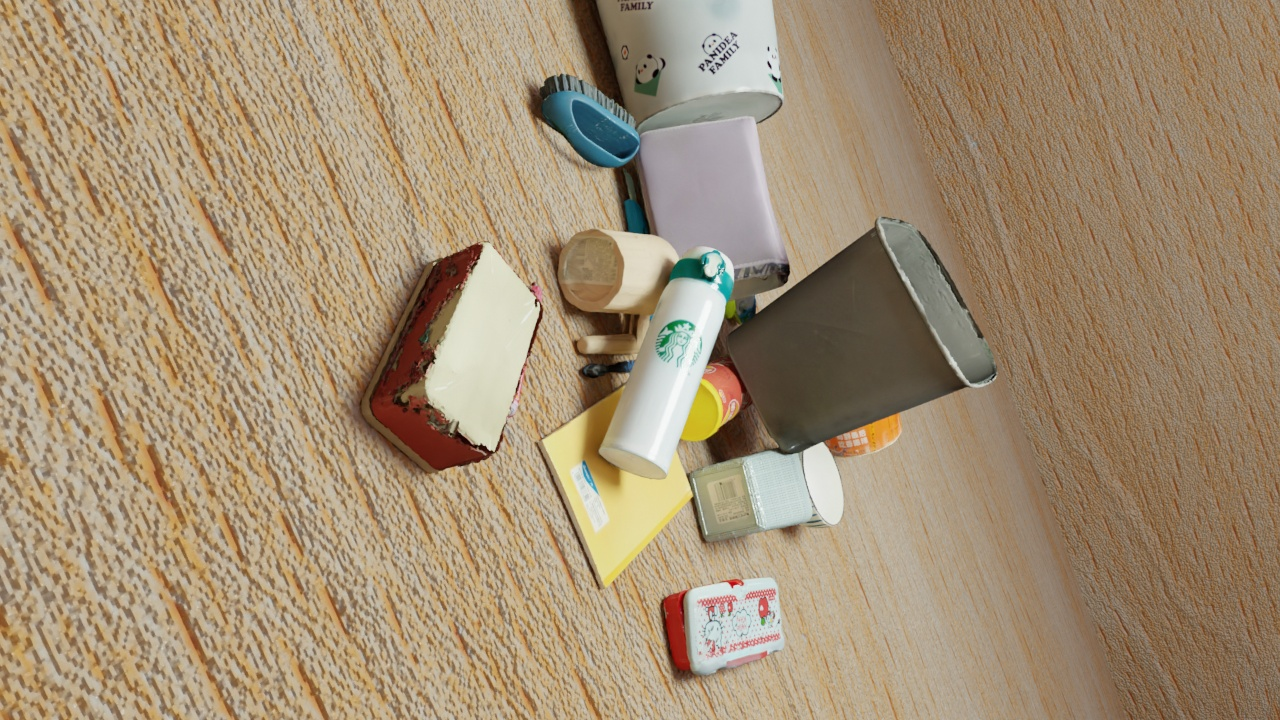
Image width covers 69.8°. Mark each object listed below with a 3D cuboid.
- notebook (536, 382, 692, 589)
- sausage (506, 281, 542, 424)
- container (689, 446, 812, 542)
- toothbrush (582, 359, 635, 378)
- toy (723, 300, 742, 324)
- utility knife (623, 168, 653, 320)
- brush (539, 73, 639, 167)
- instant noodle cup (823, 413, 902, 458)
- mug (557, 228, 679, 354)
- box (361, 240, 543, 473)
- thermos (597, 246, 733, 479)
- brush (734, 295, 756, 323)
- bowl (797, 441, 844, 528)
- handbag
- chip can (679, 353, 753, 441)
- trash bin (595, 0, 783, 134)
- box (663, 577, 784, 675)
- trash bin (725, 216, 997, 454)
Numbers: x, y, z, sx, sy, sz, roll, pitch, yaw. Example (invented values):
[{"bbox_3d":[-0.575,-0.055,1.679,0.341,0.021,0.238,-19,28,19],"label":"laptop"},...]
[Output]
[{"bbox_3d":[-0.015,0.106,0.880,0.205,0.010,0.146,-34,104,-60],"label":"notebook"},{"bbox_3d":[-0.104,-0.009,0.787,0.020,0.020,0.155,45,39,-38],"label":"sausage"},{"bbox_3d":[0.118,0.148,1.005,0.111,0.090,0.090,-1,74,-56],"label":"container"},{"bbox_3d":[-0.006,0.006,0.949,0.189,0.016,0.014,-6,84,-61],"label":"toothbrush"},{"bbox_3d":[0.114,-0.086,1.184,0.100,0.031,0.096,50,34,-40],"label":"toy"},{"bbox_3d":[0.001,-0.132,1.034,0.034,0.018,0.185,11,64,-56],"label":"utility knife"},{"bbox_3d":[-0.050,-0.244,0.972,0.143,0.055,0.073,20,55,-54],"label":"brush"},{"bbox_3d":[0.299,0.063,1.305,0.151,0.152,0.111,-45,121,-58],"label":"instant noodle cup"},{"bbox_3d":[-0.023,-0.067,0.909,0.103,0.084,0.125,-3,103,-58],"label":"mug"},{"bbox_3d":[-0.130,-0.009,0.686,0.091,0.077,0.168,50,36,-34],"label":"box"},{"bbox_3d":[0.031,-0.004,0.862,0.073,0.073,0.223,41,61,-41],"label":"thermos"},{"bbox_3d":[0.140,-0.134,1.188,0.109,0.061,0.313,36,32,-37],"label":"brush"},{"bbox_3d":[0.203,0.158,1.161,0.116,0.066,0.116,35,46,-45],"label":"bowl"},{"bbox_3d":[0.079,-0.166,1.043,0.098,0.145,0.197,70,8,-74],"label":"handbag"},{"bbox_3d":[0.098,0.031,1.051,0.216,0.073,0.073,-22,93,-61],"label":"chip can"},{"bbox_3d":[0.055,-0.405,1.087,0.229,0.230,0.252,-6,85,-60],"label":"trash bin"},{"bbox_3d":[0.095,0.269,0.938,0.201,0.048,0.086,14,63,-57],"label":"box"},{"bbox_3d":[0.238,-0.016,1.010,0.198,0.220,0.199,-7,68,-58],"label":"trash bin"}]
